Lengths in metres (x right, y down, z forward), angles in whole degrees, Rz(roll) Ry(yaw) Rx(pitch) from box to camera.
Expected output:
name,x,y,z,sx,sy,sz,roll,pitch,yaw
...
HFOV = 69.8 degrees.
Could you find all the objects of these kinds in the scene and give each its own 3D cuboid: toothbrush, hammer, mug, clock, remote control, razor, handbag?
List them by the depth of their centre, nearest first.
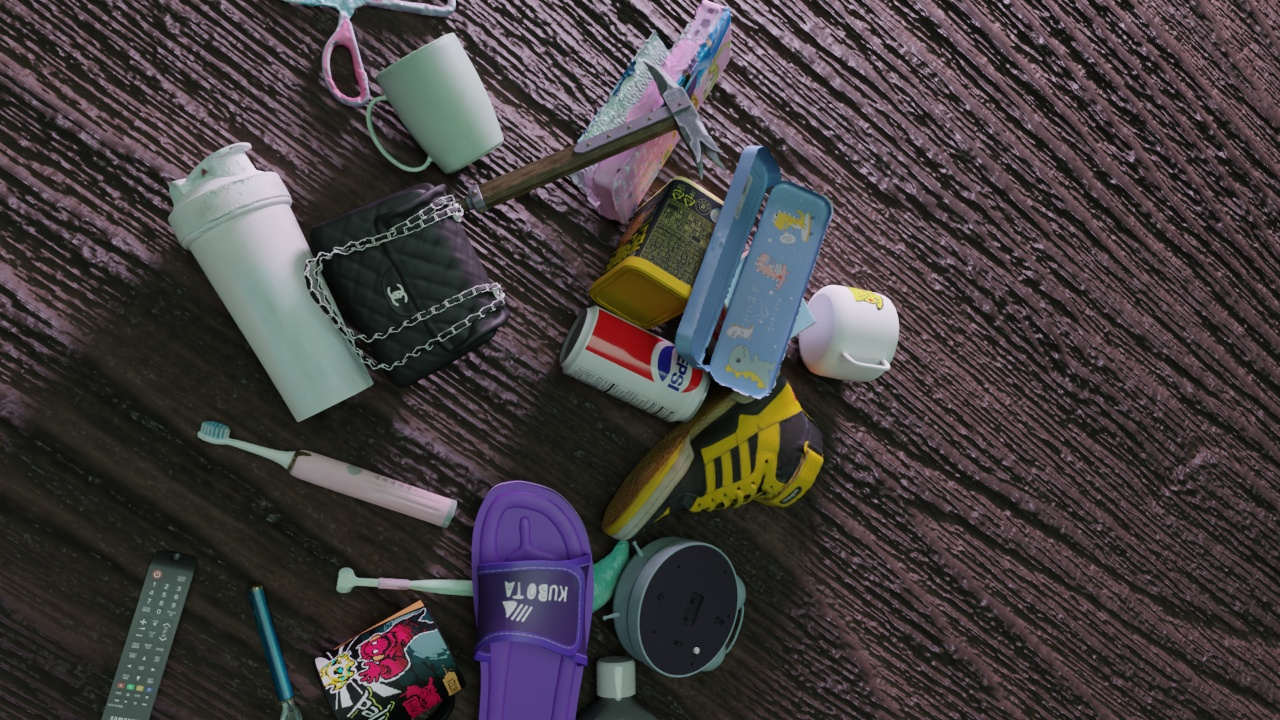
name,x,y,z,sx,sy,sz,roll,pitch,yaw
remote control,-0.394,0.228,0.736,0.033,0.015,0.146,16,79,-17
handbag,-0.189,-0.065,0.762,0.125,0.114,0.154,-24,103,6
razor,-0.304,0.256,0.763,0.042,0.022,0.144,-17,85,16
mug,-0.203,0.275,0.770,0.098,0.082,0.118,-27,121,-20
toothbrush,-0.266,0.097,0.789,0.222,0.027,0.026,22,106,-16
toothbrush,-0.188,0.199,0.812,0.154,0.015,0.022,9,82,-19
hammer,-0.098,-0.169,0.827,0.317,0.028,0.147,-23,61,-1
mug,-0.189,-0.220,0.827,0.111,0.084,0.104,-30,108,-3
clock,0.042,0.231,0.857,0.159,0.045,0.122,33,73,-36
mug,0.211,-0.022,0.924,0.068,0.115,0.094,9,118,-17

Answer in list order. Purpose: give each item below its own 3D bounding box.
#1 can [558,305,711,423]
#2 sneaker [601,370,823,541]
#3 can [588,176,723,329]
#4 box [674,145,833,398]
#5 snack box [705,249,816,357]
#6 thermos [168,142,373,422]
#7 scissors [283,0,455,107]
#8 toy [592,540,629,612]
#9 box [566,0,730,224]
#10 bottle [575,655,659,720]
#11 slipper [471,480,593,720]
name,x,y,z,sx,sy,sz,roll,pitch,yaw
can,-0.005,0.005,0.868,0.132,0.070,0.070,26,76,-15
sneaker,0.078,0.112,0.875,0.238,0.086,0.122,-44,97,-20
can,0.019,-0.098,0.857,0.072,0.131,0.101,30,72,-14
box,0.099,-0.079,0.830,0.124,0.043,0.209,29,75,-35
snack box,0.100,-0.052,0.898,0.079,0.095,0.093,-32,95,-20
thermos,-0.308,-0.060,0.762,0.099,0.099,0.220,-28,97,-20
scissors,-0.253,-0.320,0.850,0.176,0.013,0.170,-13,85,-18
toy,-0.066,0.194,0.844,0.105,0.033,0.085,17,82,-12
box,0.008,-0.249,0.903,0.071,0.085,0.230,27,74,14
bottle,-0.021,0.361,0.834,0.083,0.046,0.173,1,83,-19
slipper,-0.094,0.241,0.778,0.107,0.084,0.266,3,91,-5
